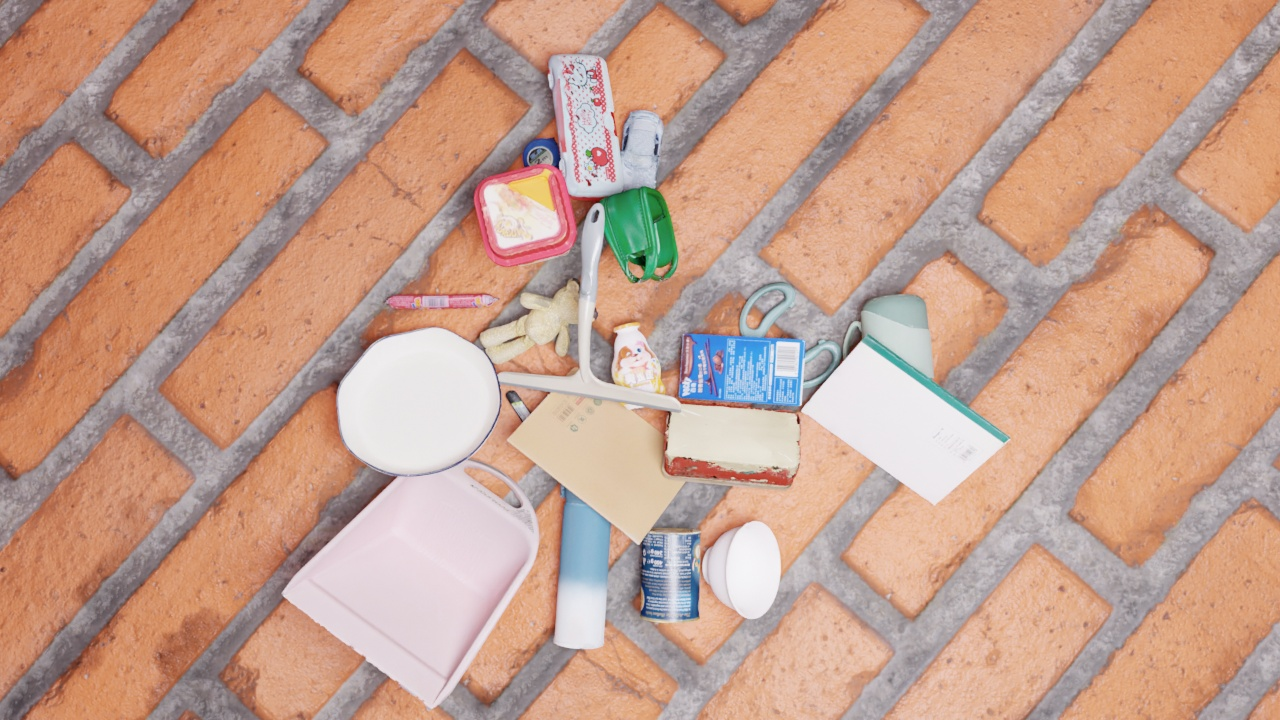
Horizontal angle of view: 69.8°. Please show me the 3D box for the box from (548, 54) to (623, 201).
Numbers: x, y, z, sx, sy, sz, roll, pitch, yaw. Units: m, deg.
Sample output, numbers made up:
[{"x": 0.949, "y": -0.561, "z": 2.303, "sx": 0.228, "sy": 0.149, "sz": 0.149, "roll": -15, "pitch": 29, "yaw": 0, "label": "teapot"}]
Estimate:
[{"x": -0.073, "y": -0.306, "z": 1.197, "sx": 0.087, "sy": 0.049, "sz": 0.201, "roll": -3, "pitch": 78, "yaw": -26, "label": "box"}]

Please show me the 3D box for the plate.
[{"x": -0.279, "y": 0.057, "z": 1.169, "sx": 0.205, "sy": 0.046, "sz": 0.204, "roll": 1, "pitch": 64, "yaw": -2, "label": "plate"}]

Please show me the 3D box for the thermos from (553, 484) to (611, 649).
[{"x": -0.072, "y": 0.249, "z": 1.164, "sx": 0.070, "sy": 0.070, "sz": 0.220, "roll": 3, "pitch": 85, "yaw": 3, "label": "thermos"}]

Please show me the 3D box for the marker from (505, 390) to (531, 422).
[{"x": -0.139, "y": 0.091, "z": 1.205, "sx": 0.018, "sy": 0.015, "sz": 0.124, "roll": -35, "pitch": 82, "yaw": -2, "label": "marker"}]

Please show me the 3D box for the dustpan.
[{"x": -0.250, "y": 0.234, "z": 1.105, "sx": 0.222, "sy": 0.272, "sz": 0.139, "roll": 34, "pitch": 112, "yaw": 2, "label": "dustpan"}]

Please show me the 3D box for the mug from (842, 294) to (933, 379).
[{"x": 0.312, "y": -0.025, "z": 1.168, "sx": 0.112, "sy": 0.082, "sz": 0.106, "roll": -7, "pitch": 84, "yaw": 33, "label": "mug"}]

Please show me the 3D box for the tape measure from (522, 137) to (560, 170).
[{"x": -0.130, "y": -0.270, "z": 1.230, "sx": 0.058, "sy": 0.025, "sz": 0.054, "roll": -39, "pitch": 83, "yaw": -5, "label": "tape measure"}]

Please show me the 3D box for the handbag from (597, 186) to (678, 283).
[{"x": 0.000, "y": -0.157, "z": 1.163, "sx": 0.068, "sy": 0.131, "sz": 0.120, "roll": -14, "pitch": 91, "yaw": 14, "label": "handbag"}]

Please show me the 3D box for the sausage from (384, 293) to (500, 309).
[{"x": -0.264, "y": -0.078, "z": 1.222, "sx": 0.156, "sy": 0.020, "sz": 0.020, "roll": -1, "pitch": 85, "yaw": 3, "label": "sausage"}]

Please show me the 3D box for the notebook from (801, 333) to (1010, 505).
[{"x": 0.323, "y": 0.077, "z": 1.136, "sx": 0.209, "sy": 0.012, "sz": 0.151, "roll": 37, "pitch": 132, "yaw": 5, "label": "notebook"}]

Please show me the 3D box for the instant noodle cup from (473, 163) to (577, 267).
[{"x": -0.141, "y": -0.175, "z": 1.172, "sx": 0.116, "sy": 0.124, "sz": 0.116, "roll": -14, "pitch": 85, "yaw": 0, "label": "instant noodle cup"}]

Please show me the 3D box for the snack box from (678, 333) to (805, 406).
[{"x": 0.130, "y": 0.011, "z": 1.178, "sx": 0.157, "sy": 0.026, "sz": 0.084, "roll": 4, "pitch": 90, "yaw": 12, "label": "snack box"}]

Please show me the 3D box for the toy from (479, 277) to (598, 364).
[{"x": -0.135, "y": -0.047, "z": 1.198, "sx": 0.157, "sy": 0.066, "sz": 0.105, "roll": -27, "pitch": 117, "yaw": 4, "label": "toy"}]

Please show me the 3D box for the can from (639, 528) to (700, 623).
[{"x": 0.038, "y": 0.266, "z": 1.151, "sx": 0.075, "sy": 0.075, "sz": 0.111, "roll": 1, "pitch": 85, "yaw": 2, "label": "can"}]

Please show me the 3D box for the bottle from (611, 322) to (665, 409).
[{"x": -0.007, "y": 0.007, "z": 1.181, "sx": 0.063, "sy": 0.063, "sz": 0.108, "roll": -13, "pitch": 85, "yaw": 1, "label": "bottle"}]

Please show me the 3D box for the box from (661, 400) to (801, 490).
[{"x": 0.114, "y": 0.104, "z": 1.145, "sx": 0.168, "sy": 0.079, "sz": 0.091, "roll": 5, "pitch": 59, "yaw": 3, "label": "box"}]

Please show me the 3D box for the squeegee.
[{"x": -0.062, "y": -0.066, "z": 1.115, "sx": 0.247, "sy": 0.039, "sz": 0.247, "roll": 9, "pitch": 105, "yaw": 14, "label": "squeegee"}]

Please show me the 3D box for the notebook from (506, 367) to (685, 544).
[{"x": -0.045, "y": 0.116, "z": 1.163, "sx": 0.207, "sy": 0.008, "sz": 0.147, "roll": 38, "pitch": 55, "yaw": 5, "label": "notebook"}]

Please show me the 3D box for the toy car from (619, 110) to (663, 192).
[{"x": -0.001, "y": -0.271, "z": 1.220, "sx": 0.054, "sy": 0.037, "sz": 0.120, "roll": 7, "pitch": 89, "yaw": 3, "label": "toy car"}]

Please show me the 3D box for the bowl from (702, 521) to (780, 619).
[{"x": 0.117, "y": 0.259, "z": 1.146, "sx": 0.065, "sy": 0.118, "sz": 0.118, "roll": -6, "pitch": 83, "yaw": 40, "label": "bowl"}]

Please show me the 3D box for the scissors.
[{"x": 0.168, "y": -0.028, "z": 1.200, "sx": 0.174, "sy": 0.019, "sz": 0.177, "roll": -14, "pitch": 86, "yaw": 4, "label": "scissors"}]
